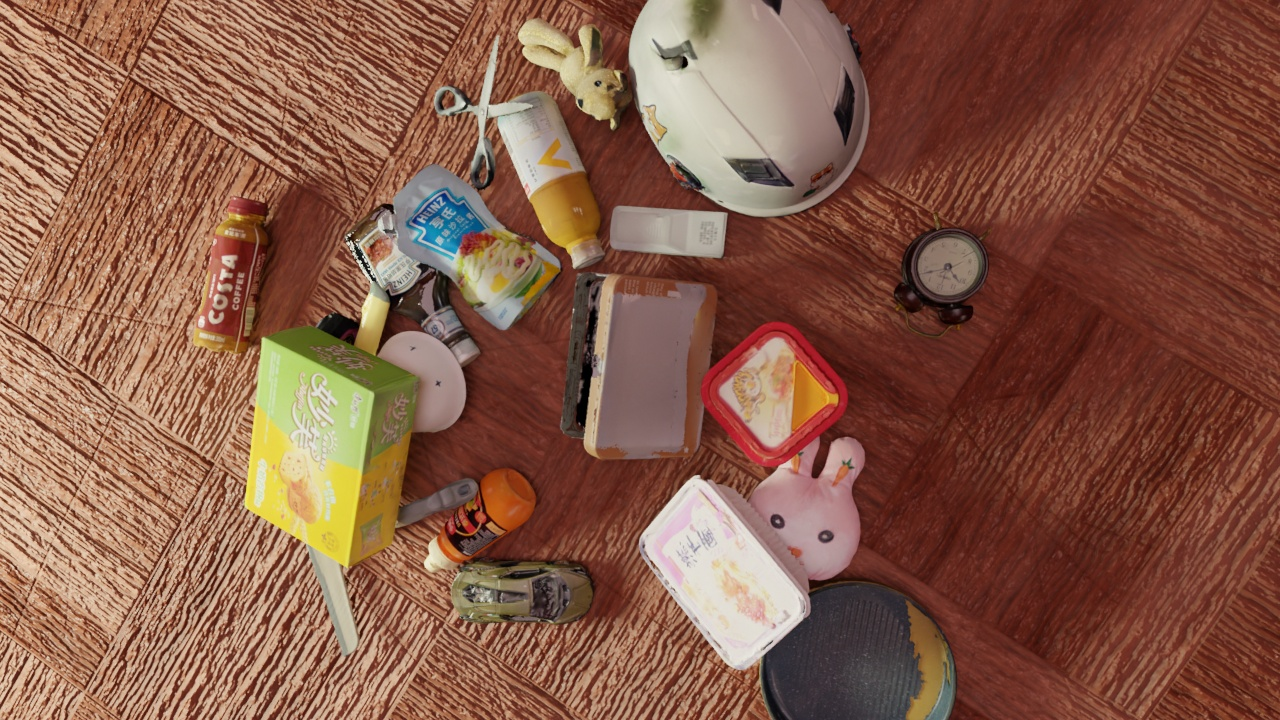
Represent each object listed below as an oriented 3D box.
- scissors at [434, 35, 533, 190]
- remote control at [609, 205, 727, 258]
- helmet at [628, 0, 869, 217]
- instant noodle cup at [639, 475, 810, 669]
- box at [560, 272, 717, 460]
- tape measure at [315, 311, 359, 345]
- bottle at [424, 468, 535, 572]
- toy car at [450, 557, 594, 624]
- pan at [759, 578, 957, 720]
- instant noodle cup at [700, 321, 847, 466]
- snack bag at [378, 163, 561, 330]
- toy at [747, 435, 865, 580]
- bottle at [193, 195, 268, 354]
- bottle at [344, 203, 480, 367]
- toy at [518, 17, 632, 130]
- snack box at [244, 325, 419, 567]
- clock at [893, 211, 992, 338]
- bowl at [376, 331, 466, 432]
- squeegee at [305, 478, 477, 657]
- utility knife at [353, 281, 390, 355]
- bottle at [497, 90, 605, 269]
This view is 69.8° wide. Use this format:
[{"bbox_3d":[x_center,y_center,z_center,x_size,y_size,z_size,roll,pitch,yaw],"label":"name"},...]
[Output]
[{"bbox_3d":[-0.166,-0.258,0.971,0.179,0.014,0.159,17,122,45],"label":"scissors"},{"bbox_3d":[0.029,-0.139,0.985,0.125,0.024,0.049,5,92,8],"label":"remote control"},{"bbox_3d":[0.105,-0.280,0.903,0.230,0.156,0.274,-36,86,8],"label":"helmet"},{"bbox_3d":[0.093,0.209,0.936,0.173,0.060,0.138,50,128,20],"label":"instant noodle cup"},{"bbox_3d":[-0.005,0.006,0.917,0.152,0.174,0.182,6,92,10],"label":"box"},{"bbox_3d":[-0.343,-0.024,1.027,0.039,0.058,0.057,23,62,11],"label":"tape measure"},{"bbox_3d":[-0.183,0.183,1.009,0.150,0.066,0.067,-42,85,14],"label":"bottle"},{"bbox_3d":[-0.130,0.255,1.010,0.158,0.042,0.070,-2,91,6],"label":"toy car"},{"bbox_3d":[0.210,0.403,0.941,0.198,0.078,0.357,8,92,9],"label":"pan"},{"bbox_3d":[0.134,0.031,0.922,0.117,0.124,0.116,-41,86,7],"label":"instant noodle cup"},{"bbox_3d":[-0.187,-0.126,0.995,0.191,0.039,0.110,39,75,1],"label":"snack bag"},{"bbox_3d":[0.172,0.149,0.955,0.121,0.054,0.159,13,87,17],"label":"toy"},{"bbox_3d":[-0.462,-0.098,1.044,0.057,0.057,0.175,14,93,8],"label":"bottle"},{"bbox_3d":[-0.247,-0.078,1.019,0.080,0.044,0.195,-36,87,12],"label":"bottle"},{"bbox_3d":[-0.070,-0.304,0.960,0.066,0.105,0.157,-30,59,-29],"label":"toy"},{"bbox_3d":[-0.327,0.089,0.963,0.158,0.069,0.210,23,112,22],"label":"snack box"},{"bbox_3d":[0.304,-0.083,0.927,0.082,0.055,0.122,19,96,8],"label":"clock"},{"bbox_3d":[-0.256,0.032,0.993,0.118,0.064,0.118,7,108,21],"label":"bowl"},{"bbox_3d":[-0.270,0.175,1.019,0.247,0.039,0.246,-24,82,23],"label":"squeegee"},{"bbox_3d":[-0.321,0.015,1.029,0.031,0.022,0.216,25,102,8],"label":"utility knife"},{"bbox_3d":[-0.090,-0.190,0.980,0.068,0.068,0.189,-23,88,8],"label":"bottle"}]
